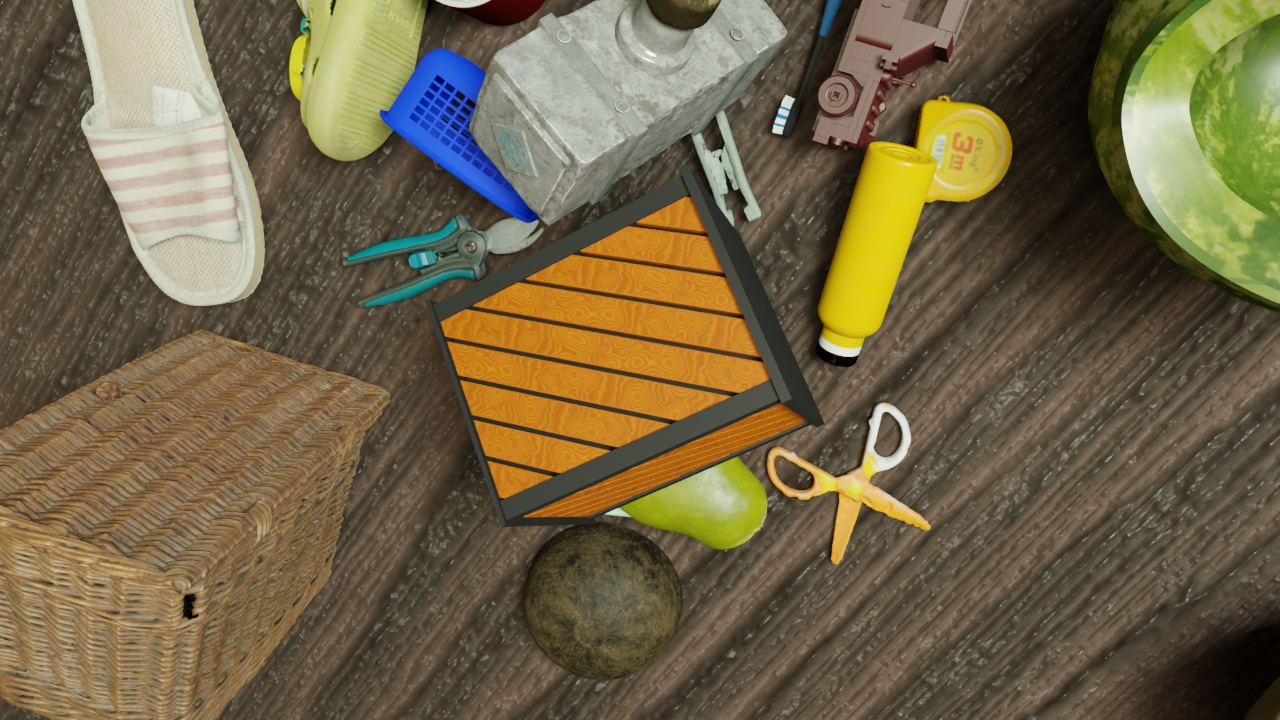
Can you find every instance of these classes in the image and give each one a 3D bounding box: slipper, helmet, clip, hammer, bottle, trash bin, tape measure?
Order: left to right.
[{"bbox_3d":[-0.335,-0.165,0.640,0.115,0.052,0.263,-8,102,11],"label":"slipper"},{"bbox_3d":[-0.187,-0.227,0.586,0.081,0.091,0.191,21,102,5],"label":"slipper"},{"bbox_3d":[-0.003,0.003,0.563,0.172,0.139,0.139,-25,74,13],"label":"trash bin"},{"bbox_3d":[0.033,-0.195,0.424,0.176,0.327,0.079,-39,89,-27],"label":"hammer"},{"bbox_3d":[0.056,-0.126,0.608,0.044,0.023,0.076,-20,102,10],"label":"clip"},{"bbox_3d":[0.146,-0.064,0.589,0.043,0.043,0.144,14,119,4],"label":"bottle"},{"bbox_3d":[0.203,-0.133,0.580,0.059,0.030,0.068,7,110,7],"label":"tape measure"},{"bbox_3d":[0.355,-0.137,0.451,0.243,0.246,0.213,32,132,42],"label":"helmet"},{"bbox_3d":[0.461,0.263,0.510,0.250,0.255,0.233,-28,101,12],"label":"helmet"}]

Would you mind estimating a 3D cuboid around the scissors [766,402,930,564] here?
[{"bbox_3d":[0.152,0.084,0.650,0.125,0.011,0.131,28,106,2],"label":"scissors"}]

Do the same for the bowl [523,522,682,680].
[{"bbox_3d":[-0.032,0.187,0.677,0.121,0.056,0.121,2,103,8],"label":"bowl"}]

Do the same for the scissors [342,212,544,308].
[{"bbox_3d":[-0.145,-0.078,0.650,0.146,0.019,0.133,31,106,1],"label":"scissors"}]

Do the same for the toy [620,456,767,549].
[{"bbox_3d":[0.036,0.089,0.642,0.110,0.051,0.090,39,94,10],"label":"toy"}]

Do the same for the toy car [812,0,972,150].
[{"bbox_3d":[0.159,-0.206,0.548,0.062,0.070,0.170,22,106,15],"label":"toy car"}]

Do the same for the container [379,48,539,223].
[{"bbox_3d":[-0.097,-0.146,0.588,0.114,0.096,0.058,36,100,-7],"label":"container"}]

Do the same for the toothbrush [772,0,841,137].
[{"bbox_3d":[0.120,-0.223,0.579,0.014,0.014,0.168,23,104,14],"label":"toothbrush"}]

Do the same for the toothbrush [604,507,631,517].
[{"bbox_3d":[0.005,0.110,0.675,0.155,0.015,0.022,7,69,6],"label":"toothbrush"}]

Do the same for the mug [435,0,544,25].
[{"bbox_3d":[-0.082,-0.254,0.565,0.106,0.082,0.073,-13,101,11],"label":"mug"}]

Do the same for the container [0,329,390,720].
[{"bbox_3d":[-0.303,0.119,0.613,0.162,0.249,0.183,19,113,3],"label":"container"}]
